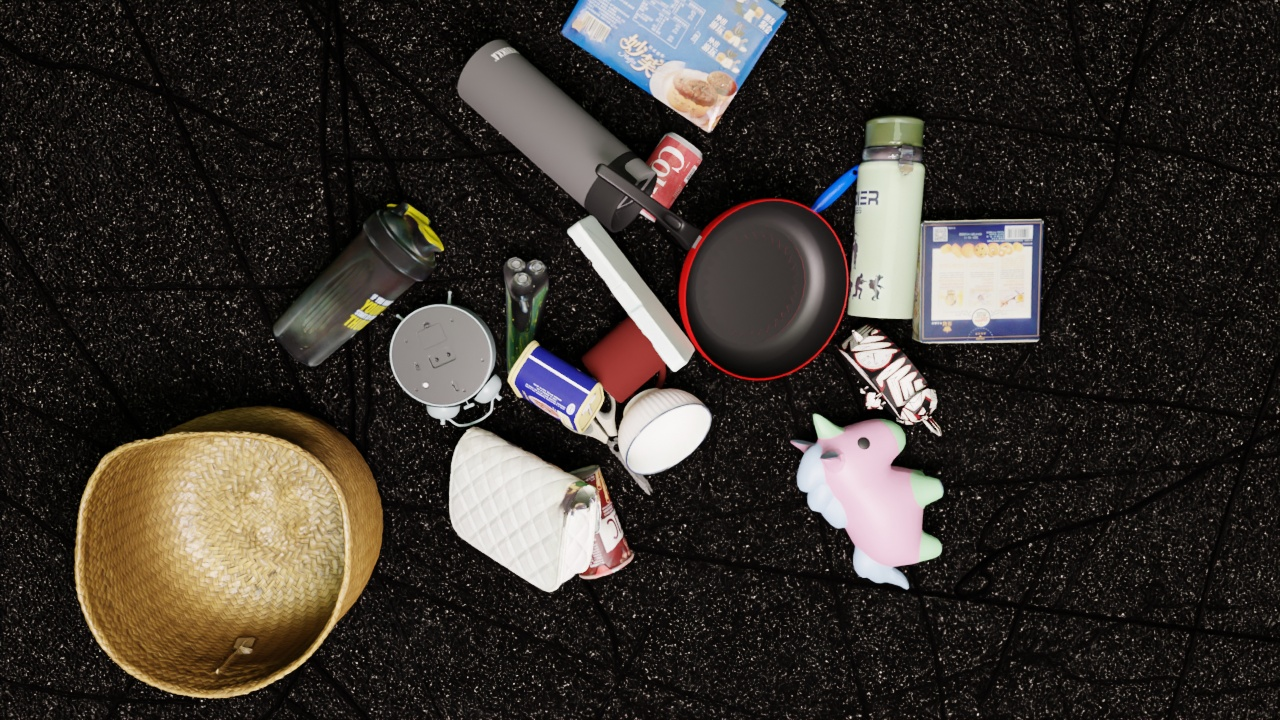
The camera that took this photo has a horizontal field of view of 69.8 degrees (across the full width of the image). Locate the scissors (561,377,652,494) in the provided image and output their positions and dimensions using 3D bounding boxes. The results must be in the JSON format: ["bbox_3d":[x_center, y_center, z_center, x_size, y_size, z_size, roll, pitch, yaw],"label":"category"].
[{"bbox_3d":[-0.046,0.104,1.142,0.121,0.012,0.171,-9,98,5],"label":"scissors"}]

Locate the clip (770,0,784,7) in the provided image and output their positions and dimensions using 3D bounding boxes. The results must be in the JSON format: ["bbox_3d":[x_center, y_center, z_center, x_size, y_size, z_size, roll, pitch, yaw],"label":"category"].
[{"bbox_3d":[0.117,-0.440,1.059,0.058,0.050,0.102,-41,94,-8],"label":"clip"}]

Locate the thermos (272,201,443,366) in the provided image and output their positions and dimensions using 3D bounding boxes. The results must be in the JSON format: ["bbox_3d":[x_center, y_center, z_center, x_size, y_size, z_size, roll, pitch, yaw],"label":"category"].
[{"bbox_3d":[-0.333,-0.091,1.086,0.221,0.098,0.098,-41,95,11],"label":"thermos"}]

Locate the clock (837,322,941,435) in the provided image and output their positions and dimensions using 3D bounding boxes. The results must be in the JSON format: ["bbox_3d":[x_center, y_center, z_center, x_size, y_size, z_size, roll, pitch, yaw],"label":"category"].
[{"bbox_3d":[0.292,0.034,1.074,0.065,0.114,0.154,-40,78,5],"label":"clock"}]

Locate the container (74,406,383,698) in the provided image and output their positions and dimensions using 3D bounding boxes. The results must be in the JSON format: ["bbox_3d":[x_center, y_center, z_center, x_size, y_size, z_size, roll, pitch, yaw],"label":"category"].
[{"bbox_3d":[-0.458,0.208,1.068,0.307,0.196,0.307,0,95,0],"label":"container"}]

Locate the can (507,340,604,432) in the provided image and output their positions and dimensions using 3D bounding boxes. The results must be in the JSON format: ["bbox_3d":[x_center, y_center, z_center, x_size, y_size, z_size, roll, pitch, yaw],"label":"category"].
[{"bbox_3d":[-0.096,0.034,1.072,0.092,0.116,0.056,31,78,8],"label":"can"}]

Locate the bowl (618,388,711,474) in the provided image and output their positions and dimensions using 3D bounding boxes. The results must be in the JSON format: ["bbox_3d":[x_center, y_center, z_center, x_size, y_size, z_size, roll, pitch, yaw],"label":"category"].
[{"bbox_3d":[0.020,0.075,1.100,0.118,0.118,0.062,-40,56,5],"label":"bowl"}]

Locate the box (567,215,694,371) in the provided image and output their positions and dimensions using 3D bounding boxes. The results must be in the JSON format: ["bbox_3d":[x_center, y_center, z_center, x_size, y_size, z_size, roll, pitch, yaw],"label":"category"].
[{"bbox_3d":[-0.007,-0.082,1.056,0.041,0.134,0.197,-35,96,14],"label":"box"}]

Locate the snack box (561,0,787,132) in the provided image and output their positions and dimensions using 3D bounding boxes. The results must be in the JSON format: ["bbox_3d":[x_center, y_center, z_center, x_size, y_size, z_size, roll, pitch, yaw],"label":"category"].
[{"bbox_3d":[0.039,-0.381,1.039,0.202,0.069,0.155,33,108,-3],"label":"snack box"}]

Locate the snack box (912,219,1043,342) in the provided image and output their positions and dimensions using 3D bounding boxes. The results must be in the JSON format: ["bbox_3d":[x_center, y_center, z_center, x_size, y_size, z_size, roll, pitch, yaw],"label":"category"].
[{"bbox_3d":[0.401,-0.095,1.096,0.144,0.042,0.145,-1,97,1],"label":"snack box"}]

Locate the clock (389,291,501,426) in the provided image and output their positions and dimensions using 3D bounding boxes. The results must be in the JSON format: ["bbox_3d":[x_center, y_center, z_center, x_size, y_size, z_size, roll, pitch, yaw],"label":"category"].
[{"bbox_3d":[-0.233,0.004,1.115,0.122,0.045,0.159,-23,97,3],"label":"clock"}]

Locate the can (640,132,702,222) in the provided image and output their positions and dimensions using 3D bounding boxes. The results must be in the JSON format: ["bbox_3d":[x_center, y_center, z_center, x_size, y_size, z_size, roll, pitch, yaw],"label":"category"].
[{"bbox_3d":[0.026,-0.215,1.081,0.054,0.054,0.096,35,96,-4],"label":"can"}]

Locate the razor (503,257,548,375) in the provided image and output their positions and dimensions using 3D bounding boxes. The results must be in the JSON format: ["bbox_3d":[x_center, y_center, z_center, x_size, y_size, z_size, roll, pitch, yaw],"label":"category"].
[{"bbox_3d":[-0.143,-0.048,1.099,0.054,0.067,0.151,9,105,5],"label":"razor"}]

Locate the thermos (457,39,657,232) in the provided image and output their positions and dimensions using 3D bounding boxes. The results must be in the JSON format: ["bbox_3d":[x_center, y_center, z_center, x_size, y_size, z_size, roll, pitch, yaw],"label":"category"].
[{"bbox_3d":[-0.092,-0.253,1.036,0.240,0.082,0.082,43,96,9],"label":"thermos"}]

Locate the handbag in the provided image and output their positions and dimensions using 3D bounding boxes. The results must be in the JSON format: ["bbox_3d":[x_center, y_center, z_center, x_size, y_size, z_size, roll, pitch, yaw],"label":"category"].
[{"bbox_3d":[-0.137,0.170,1.079,0.195,0.072,0.139,23,117,32],"label":"handbag"}]

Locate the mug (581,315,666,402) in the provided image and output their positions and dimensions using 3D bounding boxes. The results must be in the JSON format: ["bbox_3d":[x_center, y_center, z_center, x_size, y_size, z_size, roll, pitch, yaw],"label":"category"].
[{"bbox_3d":[-0.007,0.006,1.106,0.082,0.073,0.105,-41,123,5],"label":"mug"}]

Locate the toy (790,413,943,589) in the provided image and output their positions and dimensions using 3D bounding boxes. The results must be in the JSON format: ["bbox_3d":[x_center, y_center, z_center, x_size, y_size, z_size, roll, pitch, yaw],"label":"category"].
[{"bbox_3d":[0.271,0.171,1.103,0.171,0.120,0.222,-2,96,-9],"label":"toy"}]

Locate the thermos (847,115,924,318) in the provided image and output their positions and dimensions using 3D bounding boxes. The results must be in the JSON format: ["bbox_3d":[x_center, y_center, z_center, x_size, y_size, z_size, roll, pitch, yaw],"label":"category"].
[{"bbox_3d":[0.289,-0.166,1.069,0.082,0.082,0.231,3,97,0],"label":"thermos"}]

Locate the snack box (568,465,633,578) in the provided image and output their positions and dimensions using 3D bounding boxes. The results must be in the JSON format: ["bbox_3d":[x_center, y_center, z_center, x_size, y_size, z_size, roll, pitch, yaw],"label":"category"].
[{"bbox_3d":[-0.062,0.197,1.124,0.072,0.072,0.121,-19,95,3],"label":"snack box"}]

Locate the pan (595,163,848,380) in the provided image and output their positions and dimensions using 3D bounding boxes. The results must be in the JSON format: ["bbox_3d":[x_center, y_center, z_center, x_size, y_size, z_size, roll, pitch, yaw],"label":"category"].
[{"bbox_3d":[0.085,-0.117,1.034,0.356,0.067,0.209,32,91,-24],"label":"pan"}]

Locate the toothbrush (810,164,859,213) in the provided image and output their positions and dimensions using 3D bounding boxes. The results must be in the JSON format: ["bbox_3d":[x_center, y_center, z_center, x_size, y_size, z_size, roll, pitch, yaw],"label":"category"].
[{"bbox_3d":[0.198,-0.169,1.102,0.182,0.018,0.016,-43,95,5],"label":"toothbrush"}]
